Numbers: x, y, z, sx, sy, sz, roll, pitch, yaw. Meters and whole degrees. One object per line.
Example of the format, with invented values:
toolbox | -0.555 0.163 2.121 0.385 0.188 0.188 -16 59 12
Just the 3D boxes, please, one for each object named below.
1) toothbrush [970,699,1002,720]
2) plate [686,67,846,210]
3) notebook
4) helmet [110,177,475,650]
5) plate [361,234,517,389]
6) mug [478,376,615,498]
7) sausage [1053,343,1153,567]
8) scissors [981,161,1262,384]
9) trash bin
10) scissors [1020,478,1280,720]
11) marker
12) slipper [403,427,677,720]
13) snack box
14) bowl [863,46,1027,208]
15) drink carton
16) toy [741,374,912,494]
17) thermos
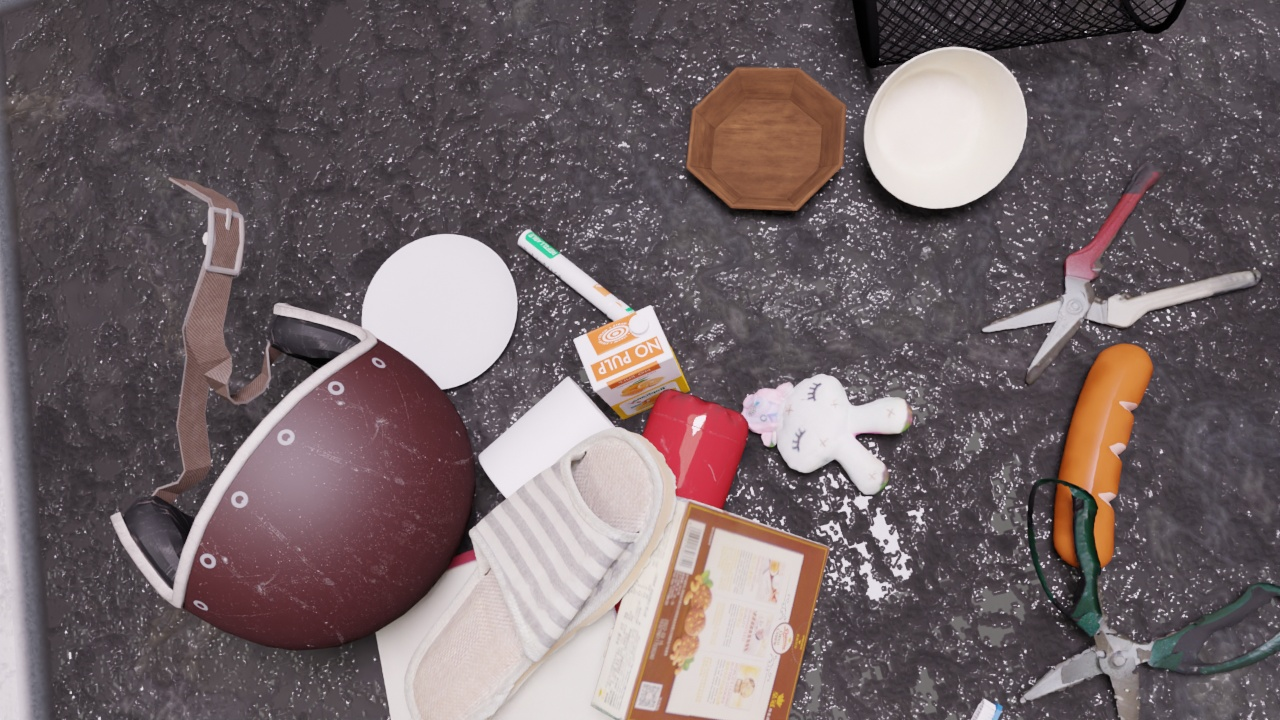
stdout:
toothbrush | 0.203 0.307 0.625 0.014 0.016 0.166 29 84 14
plate | 0.103 -0.177 0.749 0.131 0.025 0.131 -2 77 9
notebook | -0.106 0.211 0.668 0.209 0.012 0.153 -21 74 22
helmet | -0.239 0.068 0.640 0.253 0.234 0.233 29 77 19
plate | -0.167 -0.040 0.768 0.135 0.011 0.134 -2 77 9
mug | -0.052 0.083 0.697 0.090 0.074 0.110 -42 100 -2
sausage | 0.325 0.065 0.650 0.044 0.039 0.164 15 80 15
scissors | 0.363 -0.061 0.686 0.179 0.015 0.198 16 81 13
trash bin | 0.266 -0.315 0.685 0.210 0.184 0.184 -9 75 13
scissors | 0.334 0.156 0.614 0.201 0.015 0.205 -24 96 -1
marker | -0.043 -0.059 0.750 0.145 0.017 0.017 39 85 15
slipper | -0.081 0.155 0.617 0.273 0.054 0.114 -50 46 17
snack box | 0.052 0.177 0.621 0.041 0.147 0.143 3 73 54
bowl | 0.224 -0.178 0.695 0.115 0.062 0.115 2 112 4
drink carton | -0.004 0.004 0.674 0.058 0.122 0.040 -24 74 3
toy | 0.135 0.050 0.685 0.123 0.038 0.079 15 87 15
thermos | 0.009 0.142 0.666 0.073 0.073 0.239 19 86 13
